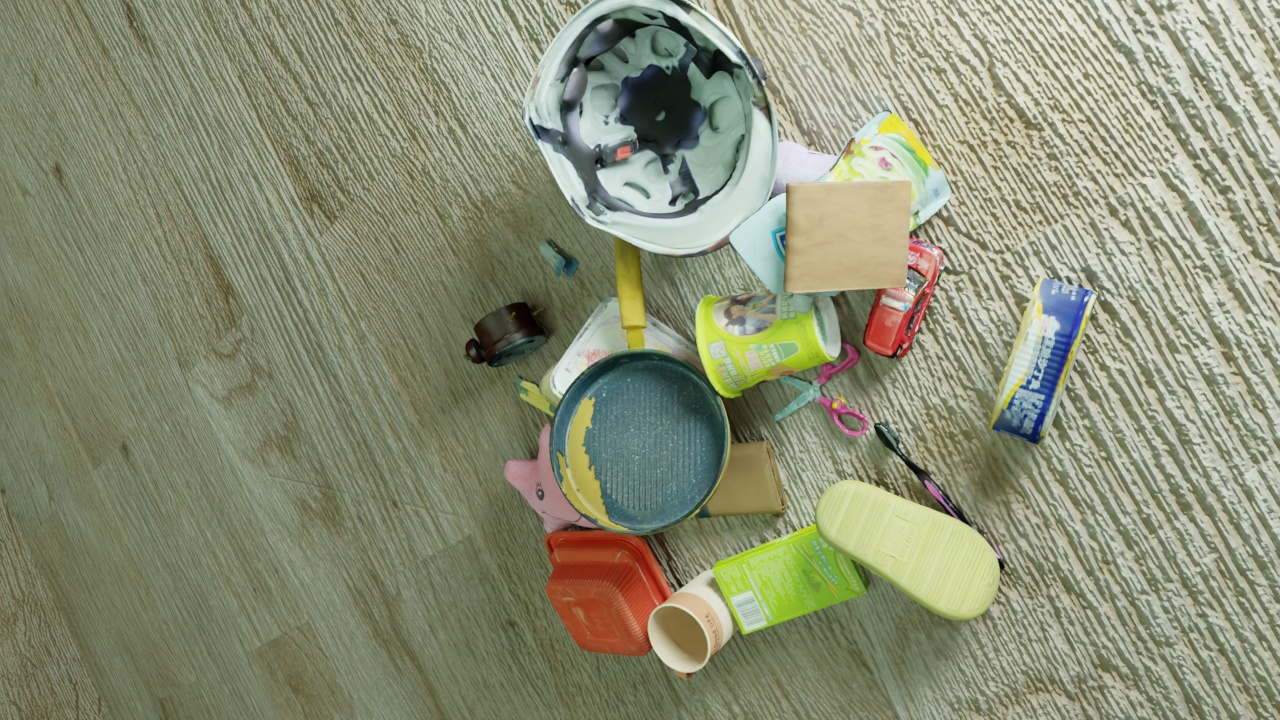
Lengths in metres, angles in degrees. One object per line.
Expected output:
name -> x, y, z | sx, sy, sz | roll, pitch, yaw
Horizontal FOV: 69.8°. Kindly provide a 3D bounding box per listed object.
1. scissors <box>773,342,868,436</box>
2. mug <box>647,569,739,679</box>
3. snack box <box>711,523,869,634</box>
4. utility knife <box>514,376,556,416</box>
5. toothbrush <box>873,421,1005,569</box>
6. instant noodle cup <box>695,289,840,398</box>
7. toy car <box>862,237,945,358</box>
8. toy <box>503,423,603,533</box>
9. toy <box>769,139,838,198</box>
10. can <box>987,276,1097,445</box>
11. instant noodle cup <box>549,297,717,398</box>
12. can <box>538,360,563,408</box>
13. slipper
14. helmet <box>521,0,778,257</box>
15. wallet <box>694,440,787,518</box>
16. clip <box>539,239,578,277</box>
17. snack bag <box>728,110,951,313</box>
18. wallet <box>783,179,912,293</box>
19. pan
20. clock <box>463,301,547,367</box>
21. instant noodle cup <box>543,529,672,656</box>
scissors -> 0.188, 0.028, 0.974 | 0.133, 0.017, 0.131 | 28, 120, 29
mug -> 0.069, 0.316, 1.081 | 0.082, 0.105, 0.115 | 17, 113, 30
snack box -> 0.166, 0.242, 1.025 | 0.157, 0.026, 0.086 | -28, 88, 25
utility knife -> -0.091, 0.068, 1.179 | 0.188, 0.020, 0.031 | 23, 121, 22
toothbrush -> 0.303, 0.135, 0.929 | 0.189, 0.017, 0.014 | 50, 125, 8
instant noodle cup -> 0.136, -0.027, 0.942 | 0.124, 0.111, 0.111 | -13, 96, 29
toy car -> 0.252, -0.058, 0.887 | 0.053, 0.045, 0.121 | 25, 114, 25
toy -> -0.096, 0.152, 1.161 | 0.195, 0.074, 0.179 | -2, 118, 32
toy -> 0.166, -0.185, 0.911 | 0.108, 0.038, 0.084 | 21, 111, 34
can -> 0.356, 0.002, 0.814 | 0.049, 0.074, 0.148 | 20, 114, 25
instant noodle cup -> -0.001, 0.025, 1.050 | 0.173, 0.060, 0.138 | 35, 90, 19
can -> -0.064, 0.052, 1.124 | 0.116, 0.058, 0.059 | 35, 120, 21
slipper -> 0.267, 0.187, 0.932 | 0.190, 0.081, 0.091 | 28, 83, 12
helmet -> 0.024, -0.238, 0.922 | 0.258, 0.145, 0.230 | 44, 114, -7
wallet -> 0.105, 0.136, 1.051 | 0.115, 0.033, 0.090 | -10, 101, 35
clip -> -0.105, -0.128, 1.125 | 0.058, 0.045, 0.027 | 49, 128, 25
snack bag -> 0.187, -0.134, 0.857 | 0.191, 0.038, 0.110 | -40, 107, 7
wallet -> 0.188, -0.113, 0.835 | 0.115, 0.020, 0.101 | -2, 107, -4
pan -> -0.006, 0.006, 0.982 | 0.198, 0.078, 0.357 | -4, 77, 15
clock -> -0.174, -0.027, 1.163 | 0.122, 0.081, 0.055 | -34, 79, 35
instant noodle cup -> -0.039, 0.301, 1.149 | 0.165, 0.078, 0.189 | -11, 116, 38
